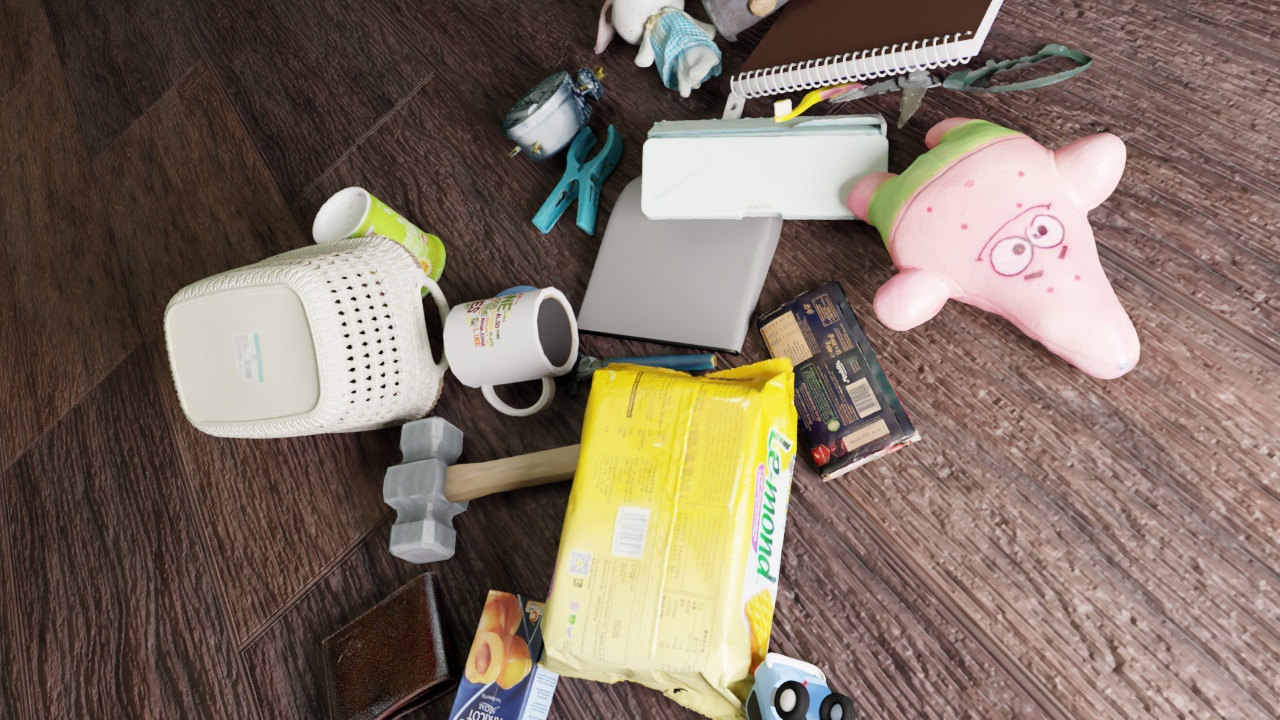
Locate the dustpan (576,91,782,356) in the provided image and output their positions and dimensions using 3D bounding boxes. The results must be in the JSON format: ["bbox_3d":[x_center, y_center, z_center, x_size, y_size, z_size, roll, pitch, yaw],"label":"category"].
[{"bbox_3d":[0.050,-0.131,0.817,0.163,0.033,0.257,9,76,32],"label":"dustpan"}]

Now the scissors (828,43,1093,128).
[{"bbox_3d":[0.248,-0.257,0.765,0.202,0.015,0.203,-11,46,3],"label":"scissors"}]

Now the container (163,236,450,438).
[{"bbox_3d":[-0.313,-0.014,0.849,0.247,0.142,0.184,-7,97,27],"label":"container"}]

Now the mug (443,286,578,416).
[{"bbox_3d":[-0.108,-0.004,0.787,0.090,0.073,0.105,-8,87,24],"label":"mug"}]

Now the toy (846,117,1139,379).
[{"bbox_3d":[0.250,-0.079,0.634,0.192,0.096,0.236,-40,59,12],"label":"toy"}]

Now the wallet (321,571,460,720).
[{"bbox_3d":[-0.206,0.242,0.744,0.120,0.031,0.099,-33,49,11],"label":"wallet"}]

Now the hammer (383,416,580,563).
[{"bbox_3d":[-0.063,0.084,0.745,0.323,0.051,0.117,-13,60,20],"label":"hammer"}]

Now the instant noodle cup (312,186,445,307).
[{"bbox_3d":[-0.271,-0.117,0.939,0.099,0.108,0.098,-13,58,22],"label":"instant noodle cup"}]

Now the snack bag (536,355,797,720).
[{"bbox_3d":[0.017,0.110,0.640,0.160,0.068,0.247,4,73,23],"label":"snack bag"}]

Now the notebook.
[{"bbox_3d":[0.199,-0.290,0.785,0.210,0.022,0.171,3,47,38],"label":"notebook"}]

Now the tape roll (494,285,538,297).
[{"bbox_3d":[-0.117,-0.026,0.856,0.091,0.016,0.092,-18,56,20],"label":"tape roll"}]

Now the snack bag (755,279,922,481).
[{"bbox_3d":[0.142,0.011,0.686,0.075,0.018,0.155,-27,53,13],"label":"snack bag"}]

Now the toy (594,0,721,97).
[{"bbox_3d":[0.013,-0.332,0.907,0.131,0.105,0.205,-35,50,11],"label":"toy"}]

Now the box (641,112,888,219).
[{"bbox_3d":[0.103,-0.166,0.764,0.197,0.075,0.125,2,37,10],"label":"box"}]

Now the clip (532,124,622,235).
[{"bbox_3d":[-0.069,-0.181,0.916,0.113,0.028,0.126,19,74,34],"label":"clip"}]

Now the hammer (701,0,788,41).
[{"bbox_3d":[0.085,-0.437,0.949,0.098,0.052,0.327,-30,44,16],"label":"hammer"}]

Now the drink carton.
[{"bbox_3d":[-0.099,0.241,0.676,0.064,0.040,0.129,2,65,31],"label":"drink carton"}]

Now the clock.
[{"bbox_3d":[-0.087,-0.260,0.940,0.129,0.052,0.090,-53,30,-15],"label":"clock"}]

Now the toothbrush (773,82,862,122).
[{"bbox_3d":[0.150,-0.222,0.771,0.021,0.016,0.135,8,28,42],"label":"toothbrush"}]

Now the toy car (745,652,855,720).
[{"bbox_3d":[0.104,0.248,0.536,0.055,0.056,0.153,-46,37,25],"label":"toy car"}]

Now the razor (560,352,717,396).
[{"bbox_3d":[-0.005,0.005,0.772,0.144,0.022,0.042,-5,62,27],"label":"razor"}]
